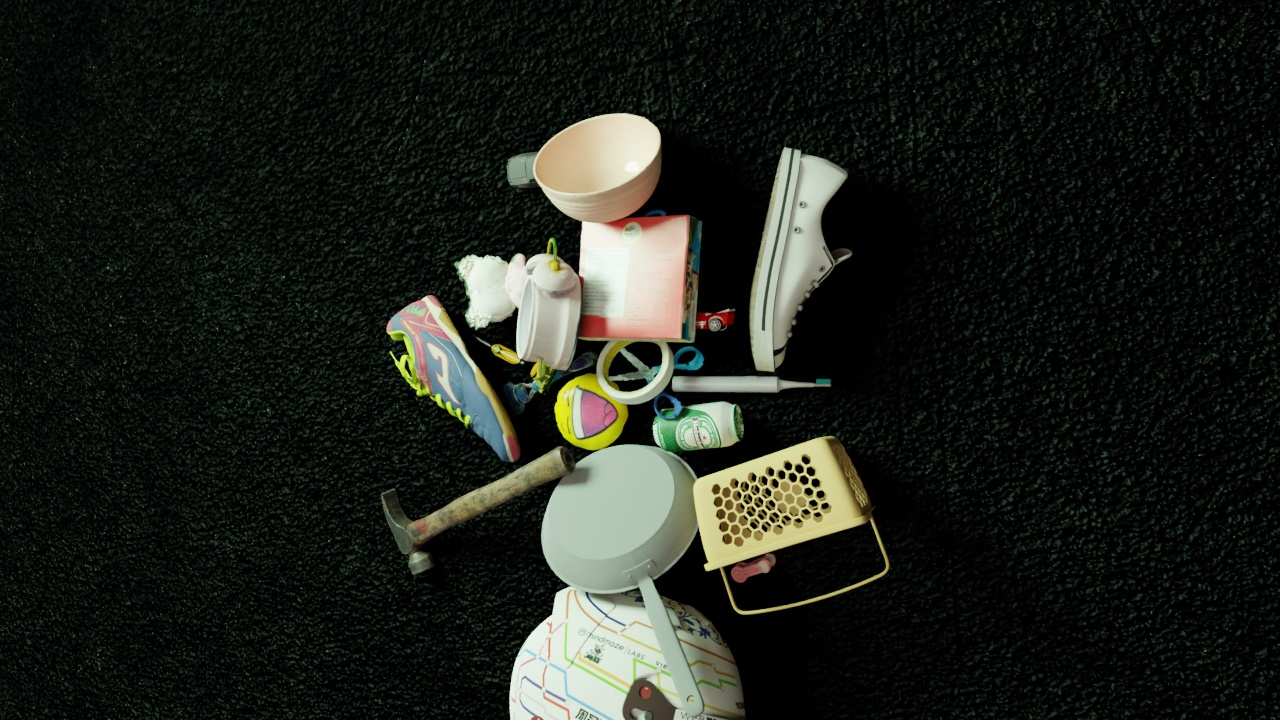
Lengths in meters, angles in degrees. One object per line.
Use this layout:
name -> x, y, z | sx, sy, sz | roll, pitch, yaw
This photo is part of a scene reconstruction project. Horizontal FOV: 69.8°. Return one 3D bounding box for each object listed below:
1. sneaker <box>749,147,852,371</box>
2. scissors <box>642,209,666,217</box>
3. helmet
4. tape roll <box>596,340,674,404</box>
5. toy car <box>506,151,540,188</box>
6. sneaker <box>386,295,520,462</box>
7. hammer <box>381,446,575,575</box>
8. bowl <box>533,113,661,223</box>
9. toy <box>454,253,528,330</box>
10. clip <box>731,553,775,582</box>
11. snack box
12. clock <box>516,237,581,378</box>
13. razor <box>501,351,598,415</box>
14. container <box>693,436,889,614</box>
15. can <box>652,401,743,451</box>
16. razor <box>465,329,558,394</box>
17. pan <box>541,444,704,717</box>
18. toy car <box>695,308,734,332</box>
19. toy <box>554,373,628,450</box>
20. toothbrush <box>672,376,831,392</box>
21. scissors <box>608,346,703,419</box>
sneaker -> 0.180, -0.104, 1.018 | 0.097, 0.091, 0.245 | 10, 99, 2
scissors -> 0.011, -0.118, 1.107 | 0.130, 0.013, 0.125 | 30, 105, 19
helmet -> 0.006, 0.393, 1.056 | 0.315, 0.231, 0.235 | 24, 74, 17
tape roll -> -0.007, 0.006, 1.098 | 0.094, 0.019, 0.093 | -11, 60, 19
toy car -> -0.125, -0.235, 1.124 | 0.092, 0.036, 0.042 | -2, 96, 19
sneaker -> -0.240, 0.037, 1.171 | 0.091, 0.116, 0.241 | -32, 81, -9
hammer -> -0.211, 0.173, 1.169 | 0.331, 0.033, 0.120 | -29, 87, 33
bowl -> -0.041, -0.211, 1.060 | 0.153, 0.152, 0.076 | -1, 138, 19
toy -> -0.173, -0.092, 1.158 | 0.109, 0.041, 0.095 | -9, 94, 6
clip -> 0.139, 0.247, 1.106 | 0.060, 0.045, 0.023 | -32, 82, 52
snack box -> -0.004, -0.095, 1.072 | 0.143, 0.040, 0.145 | 2, 87, 30
clock -> -0.108, -0.066, 1.090 | 0.058, 0.117, 0.158 | 5, 105, -16
razor -> -0.115, 0.023, 1.163 | 0.141, 0.018, 0.044 | -28, 87, 20
container -> 0.167, 0.187, 1.027 | 0.184, 0.129, 0.167 | -22, 80, 18
can -> 0.068, 0.079, 1.089 | 0.101, 0.053, 0.053 | -8, 94, 20
razor -> -0.167, -0.005, 1.167 | 0.144, 0.021, 0.044 | 26, 86, 25
pan -> -0.003, 0.226, 1.020 | 0.201, 0.051, 0.356 | -26, 44, 1
toy car -> 0.066, -0.044, 1.082 | 0.090, 0.038, 0.025 | -5, 92, 19
toy -> -0.061, 0.064, 1.138 | 0.094, 0.041, 0.095 | 0, 90, 14
toothbrush -> 0.129, 0.028, 1.080 | 0.188, 0.018, 0.019 | 0, 98, 19
scissors -> 0.012, 0.025, 1.099 | 0.129, 0.014, 0.118 | -5, 62, 14
